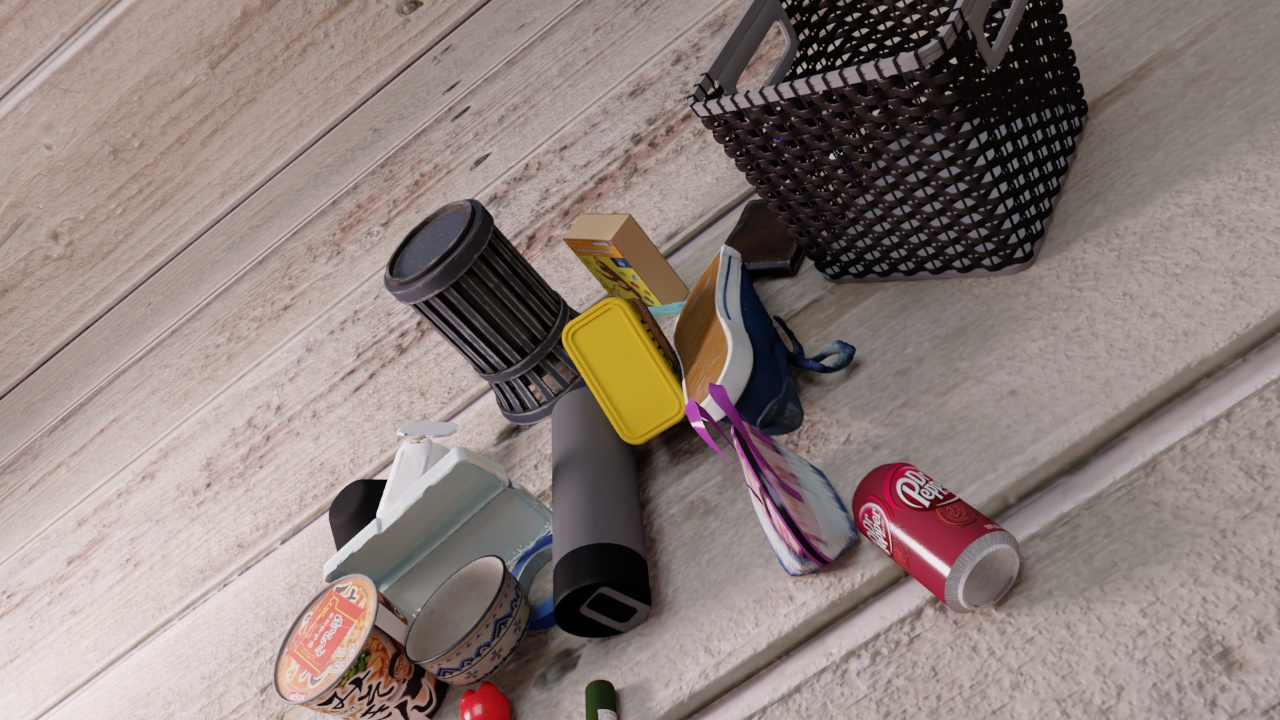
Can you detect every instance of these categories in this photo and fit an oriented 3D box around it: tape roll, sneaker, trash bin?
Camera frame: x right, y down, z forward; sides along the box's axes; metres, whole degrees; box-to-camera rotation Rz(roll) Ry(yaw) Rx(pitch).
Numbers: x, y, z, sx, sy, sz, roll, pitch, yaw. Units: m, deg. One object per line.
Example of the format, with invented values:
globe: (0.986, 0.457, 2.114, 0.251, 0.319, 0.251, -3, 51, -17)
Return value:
tape roll: (-0.088, 0.208, 0.869, 0.091, 0.016, 0.093, -32, 35, 14)
sneaker: (0.111, -0.021, 0.886, 0.121, 0.127, 0.294, -57, 16, 25)
trash bin: (-0.168, -0.060, 1.055, 0.164, 0.227, 0.164, -26, 37, 21)

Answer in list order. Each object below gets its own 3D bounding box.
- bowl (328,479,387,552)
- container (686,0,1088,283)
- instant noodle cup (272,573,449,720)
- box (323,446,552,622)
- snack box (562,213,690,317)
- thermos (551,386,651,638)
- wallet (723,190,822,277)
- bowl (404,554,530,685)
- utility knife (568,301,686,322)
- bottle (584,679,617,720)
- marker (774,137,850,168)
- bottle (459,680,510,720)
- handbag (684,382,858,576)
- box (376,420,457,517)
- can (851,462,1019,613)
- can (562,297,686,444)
bowl: (-0.338, 0.182, 1.109, 0.124, 0.052, 0.123, -26, 37, 21)
container: (0.241, -0.236, 0.838, 0.246, 0.243, 0.246, 2, 53, 45)
instant noodle cup: (-0.248, 0.282, 0.849, 0.124, 0.122, 0.123, -26, 37, 21)
box: (-0.191, 0.173, 0.880, 0.197, 0.136, 0.043, -41, 32, 17)
snack box: (-0.016, -0.109, 1.053, 0.088, 0.126, 0.040, 11, 59, 49)
thermos: (-0.041, 0.133, 0.847, 0.082, 0.082, 0.240, -29, 36, 17)
wallet: (0.144, -0.140, 1.019, 0.100, 0.031, 0.119, 0, 51, 40)
bowl: (-0.146, 0.237, 0.815, 0.116, 0.059, 0.115, -34, 21, 15)
utility knife: (-0.002, -0.051, 0.980, 0.168, 0.015, 0.022, -8, 28, -33)
bottle: (-0.029, 0.297, 0.705, 0.025, 0.025, 0.106, -29, 36, 17)
marker: (0.203, -0.252, 1.091, 0.020, 0.020, 0.141, -43, 34, -2)
bottle: (-0.122, 0.329, 0.747, 0.042, 0.042, 0.141, -35, 35, 10)
handbag: (0.090, 0.081, 0.699, 0.068, 0.170, 0.144, -35, 35, 9)
box: (-0.250, 0.126, 1.056, 0.081, 0.092, 0.160, -9, 40, 10)
can: (0.203, 0.121, 0.641, 0.063, 0.063, 0.114, -44, 34, -3)
can: (-0.005, 0.005, 0.889, 0.073, 0.131, 0.101, -32, -1, 13)
